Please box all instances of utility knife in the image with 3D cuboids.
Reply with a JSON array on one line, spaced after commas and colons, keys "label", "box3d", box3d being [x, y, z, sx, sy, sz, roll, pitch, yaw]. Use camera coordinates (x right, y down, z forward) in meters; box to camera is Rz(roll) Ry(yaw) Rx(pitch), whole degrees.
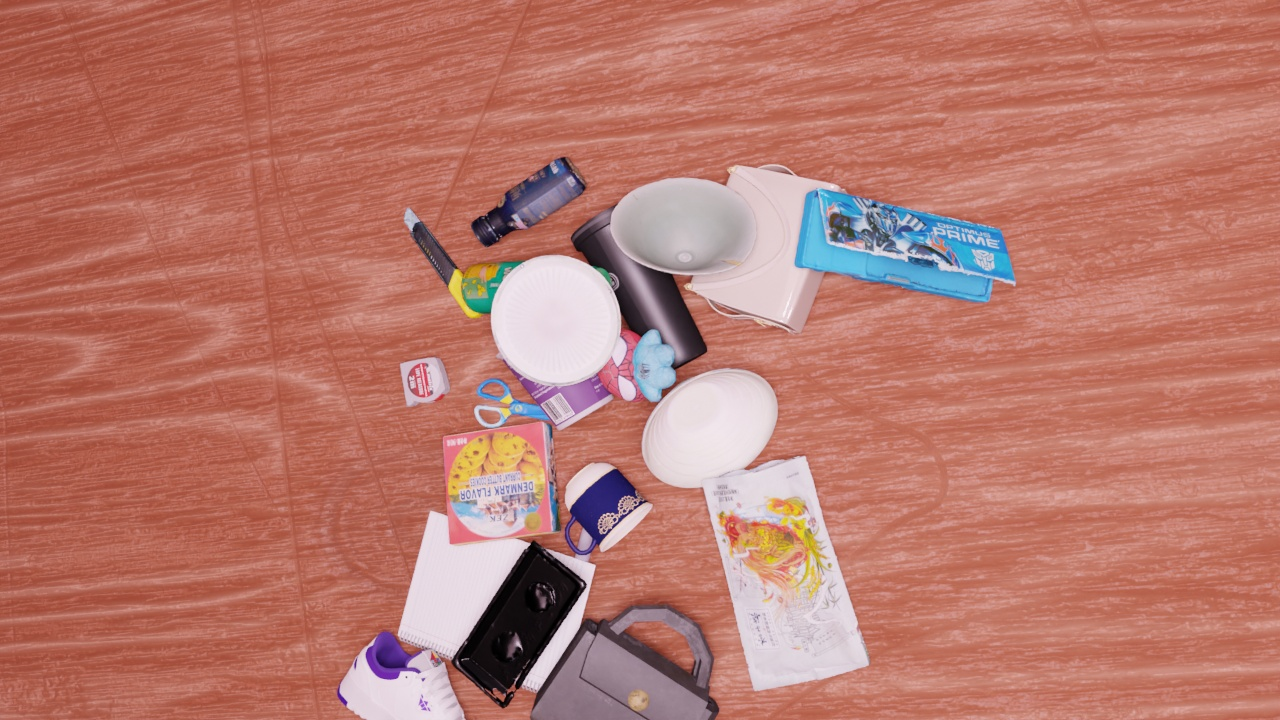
[{"label": "utility knife", "box3d": [-0.272, -0.135, 1.255, 0.029, 0.020, 0.187, -38, 81, 8]}]

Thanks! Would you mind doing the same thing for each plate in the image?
[{"label": "plate", "box3d": [-0.100, -0.047, 1.088, 0.157, 0.014, 0.157, 1, 101, 7]}]

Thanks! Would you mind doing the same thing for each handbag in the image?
[{"label": "handbag", "box3d": [0.132, -0.149, 1.136, 0.198, 0.101, 0.194, 21, 91, 25]}, {"label": "handbag", "box3d": [0.001, 0.392, 1.106, 0.197, 0.102, 0.199, 32, 88, 1]}]

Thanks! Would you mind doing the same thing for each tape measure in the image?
[{"label": "tape measure", "box3d": [-0.293, 0.028, 1.249, 0.062, 0.020, 0.060, -13, 84, 11]}]

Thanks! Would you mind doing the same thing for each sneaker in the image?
[{"label": "sneaker", "box3d": [-0.272, 0.438, 1.183, 0.244, 0.091, 0.111, 26, 95, 19]}]

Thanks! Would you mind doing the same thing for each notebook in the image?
[{"label": "notebook", "box3d": [-0.193, 0.318, 1.202, 0.246, 0.013, 0.178, 14, 89, 19]}]

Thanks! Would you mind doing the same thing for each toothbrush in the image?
[{"label": "toothbrush", "box3d": [-0.089, 0.302, 1.187, 0.019, 0.018, 0.188, 15, 90, 15]}]

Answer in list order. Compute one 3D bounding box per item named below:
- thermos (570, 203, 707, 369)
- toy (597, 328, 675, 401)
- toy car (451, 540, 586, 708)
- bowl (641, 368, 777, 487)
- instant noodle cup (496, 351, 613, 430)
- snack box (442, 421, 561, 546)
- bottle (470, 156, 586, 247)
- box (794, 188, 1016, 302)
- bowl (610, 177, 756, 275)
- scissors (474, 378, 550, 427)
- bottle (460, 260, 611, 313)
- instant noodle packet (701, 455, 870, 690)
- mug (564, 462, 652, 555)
[{"label": "thermos", "box3d": [0.003, -0.092, 1.154, 0.106, 0.105, 0.218, -28, 86, 9]}, {"label": "toy", "box3d": [-0.007, 0.006, 1.100, 0.133, 0.062, 0.092, 2, 110, 51]}, {"label": "toy car", "box3d": [-0.139, 0.323, 1.141, 0.094, 0.071, 0.192, 34, 95, 19]}, {"label": "bowl", "box3d": [0.076, 0.070, 1.122, 0.177, 0.176, 0.057, -41, 39, 7]}, {"label": "instant noodle cup", "box3d": [-0.103, 0.019, 1.171, 0.137, 0.121, 0.122, -31, 90, 53]}, {"label": "snack box", "box3d": [-0.182, 0.161, 1.198, 0.143, 0.040, 0.144, -9, 77, 11]}, {"label": "bottle", "box3d": [-0.149, -0.207, 1.213, 0.161, 0.056, 0.056, -31, 80, 10]}, {"label": "box", "box3d": [0.307, -0.131, 1.041, 0.243, 0.085, 0.092, 9, 92, -14]}, {"label": "bowl", "box3d": [0.051, -0.139, 1.095, 0.174, 0.068, 0.173, 0, 50, 0]}, {"label": "scissors", "box3d": [-0.160, 0.058, 1.222, 0.131, 0.022, 0.070, 5, 88, 17]}, {"label": "bottle", "box3d": [-0.132, -0.093, 1.160, 0.210, 0.068, 0.068, 2, 87, 35]}, {"label": "instant noodle packet", "box3d": [0.172, 0.260, 1.116, 0.147, 0.057, 0.269, -16, 88, 13]}, {"label": "mug", "box3d": [-0.056, 0.185, 1.148, 0.111, 0.086, 0.089, -39, 75, -18]}]
